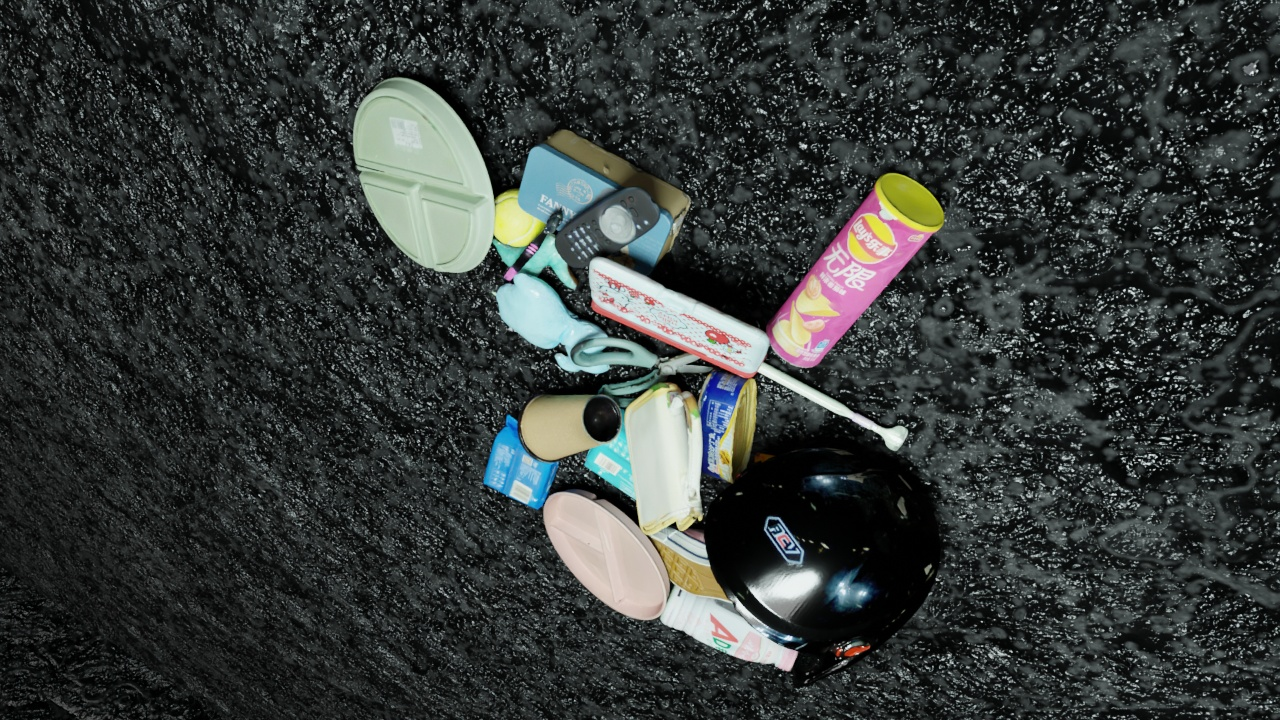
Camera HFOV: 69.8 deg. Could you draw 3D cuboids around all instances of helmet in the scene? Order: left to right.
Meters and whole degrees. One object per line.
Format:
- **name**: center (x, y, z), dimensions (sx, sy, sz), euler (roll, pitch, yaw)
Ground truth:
- **helmet**: center (0.197, 0.209, 1.010), dimensions (0.231, 0.274, 0.233), euler (-43, 60, 22)

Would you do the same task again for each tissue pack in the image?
- **tissue pack**: center (-0.163, 0.143, 1.293), dimensions (0.095, 0.052, 0.157), euler (27, 133, 5)
- **tissue pack**: center (0.000, 0.131, 1.195), dimensions (0.133, 0.050, 0.093), euler (34, 132, 0)

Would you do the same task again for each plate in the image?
- **plate**: center (-0.253, -0.203, 1.044), dimensions (0.230, 0.027, 0.231), euler (25, 132, 31)
- **plate**: center (-0.048, 0.275, 1.314), dimensions (0.230, 0.028, 0.230), euler (29, 139, 28)

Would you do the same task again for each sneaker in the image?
- **sneaker**: center (0.100, 0.257, 1.217), dimensions (0.241, 0.087, 0.118), euler (4, 122, 54)

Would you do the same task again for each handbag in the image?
- **handbag**: center (0.043, 0.109, 1.064), dimensions (0.063, 0.163, 0.179), euler (-3, 162, -20)

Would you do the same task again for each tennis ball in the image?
- **tennis ball**: center (-0.138, -0.160, 1.031), dimensions (0.065, 0.065, 0.066), euler (15, 131, 18)

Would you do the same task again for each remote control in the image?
- **remote control**: center (-0.033, -0.137, 0.936), dimensions (0.137, 0.024, 0.053), euler (-24, 109, 38)

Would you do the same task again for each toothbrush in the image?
- **toothbrush**: center (-0.125, -0.120, 1.027), dimensions (0.014, 0.017, 0.190), euler (33, 151, -13)
- **toothbrush**: center (0.210, 0.046, 1.036), dimensions (0.189, 0.020, 0.029), euler (28, 103, 8)

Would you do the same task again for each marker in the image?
- **marker**: center (0.132, 0.122, 1.140), dimensions (0.124, 0.015, 0.018), euler (8, 124, 26)

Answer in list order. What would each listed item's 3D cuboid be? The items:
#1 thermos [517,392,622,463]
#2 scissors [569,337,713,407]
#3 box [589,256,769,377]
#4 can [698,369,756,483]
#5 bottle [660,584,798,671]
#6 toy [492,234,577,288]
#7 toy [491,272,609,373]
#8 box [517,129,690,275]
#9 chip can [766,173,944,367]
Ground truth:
- **thermos**: center (-0.090, 0.080, 1.161), dimensions (0.144, 0.092, 0.093), euler (-14, 118, 51)
- **scissors**: center (-0.006, 0.004, 1.091), dimensions (0.177, 0.019, 0.172), euler (-23, 134, 37)
- **box**: center (0.040, -0.042, 0.979), dimensions (0.201, 0.063, 0.160), euler (25, 178, 8)
- **can**: center (0.101, 0.079, 1.083), dimensions (0.049, 0.074, 0.148), euler (16, 131, 22)
- **bottle**: center (0.129, 0.384, 1.315), dimensions (0.197, 0.068, 0.068), euler (23, 133, 7)
- **toy**: center (-0.118, -0.117, 1.080), dimensions (0.092, 0.030, 0.096), euler (-17, 121, 39)
- **toy**: center (-0.111, -0.044, 1.116), dimensions (0.156, 0.049, 0.162), euler (16, 144, 11)
- **box**: center (-0.045, -0.172, 0.974), dimensions (0.184, 0.063, 0.090), euler (27, 133, 6)
- **chip can**: center (0.204, -0.082, 0.901), dimensions (0.071, 0.071, 0.211), euler (34, 134, 1)
